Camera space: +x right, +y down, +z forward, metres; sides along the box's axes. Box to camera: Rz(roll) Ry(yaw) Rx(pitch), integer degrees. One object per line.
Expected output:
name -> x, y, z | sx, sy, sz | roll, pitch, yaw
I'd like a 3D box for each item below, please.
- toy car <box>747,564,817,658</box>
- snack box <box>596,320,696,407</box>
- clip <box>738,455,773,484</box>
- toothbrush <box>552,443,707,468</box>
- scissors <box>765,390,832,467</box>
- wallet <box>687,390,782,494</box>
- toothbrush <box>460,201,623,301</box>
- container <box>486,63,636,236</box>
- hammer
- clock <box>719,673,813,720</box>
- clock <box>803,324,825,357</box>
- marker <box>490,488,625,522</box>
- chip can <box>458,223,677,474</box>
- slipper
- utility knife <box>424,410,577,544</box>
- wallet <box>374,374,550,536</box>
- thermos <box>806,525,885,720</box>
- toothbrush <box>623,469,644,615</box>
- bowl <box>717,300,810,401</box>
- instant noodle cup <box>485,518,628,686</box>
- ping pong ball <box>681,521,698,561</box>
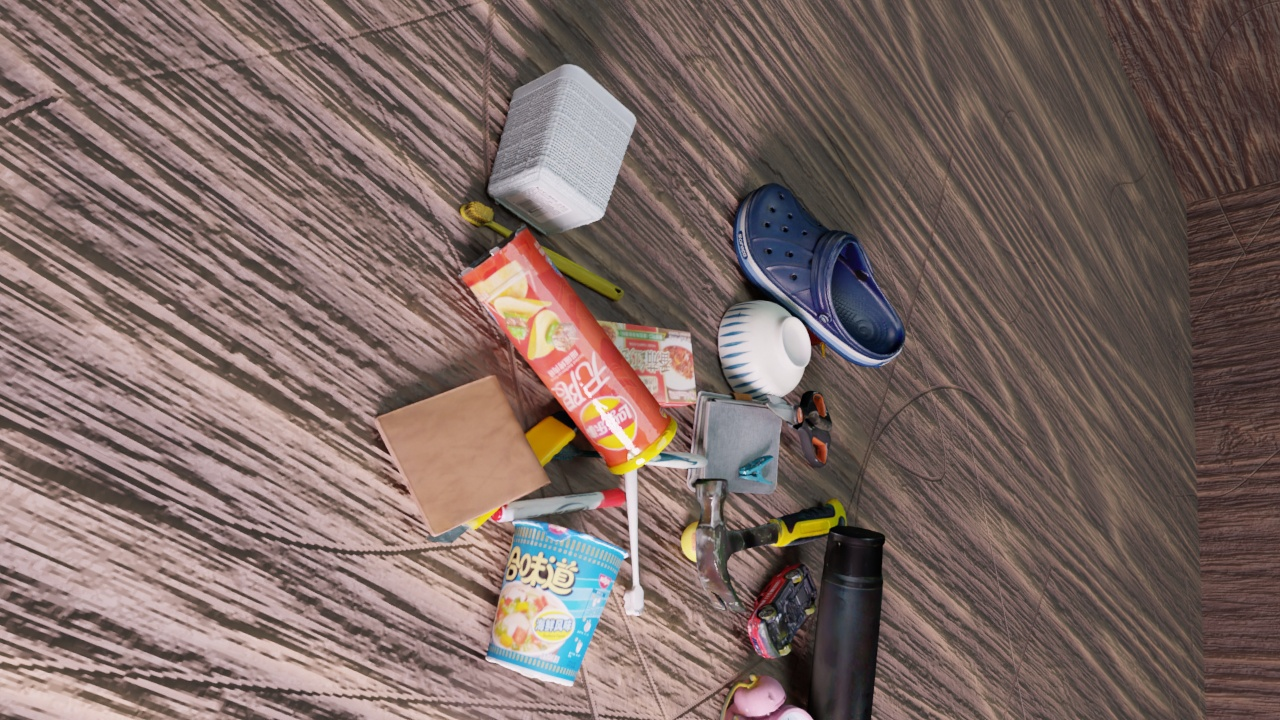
toy car -> 0.147, 0.264, 0.968 | 0.120, 0.045, 0.053 | -37, 107, -52
snack box -> -0.005, 0.005, 0.880 | 0.152, 0.026, 0.075 | 5, 76, -47
clip -> 0.120, 0.116, 0.955 | 0.055, 0.013, 0.034 | 4, 89, -49
toothbrush -> -0.007, 0.088, 0.847 | 0.191, 0.018, 0.016 | 9, 70, -38
scissors -> 0.179, 0.078, 1.020 | 0.234, 0.022, 0.139 | -21, 104, -64
wallet -> 0.099, 0.087, 0.968 | 0.129, 0.037, 0.106 | 10, 84, -46
toothbrush -> -0.082, -0.096, 0.827 | 0.190, 0.017, 0.015 | 27, 62, -41
container -> -0.071, -0.180, 0.807 | 0.090, 0.090, 0.111 | 33, 60, -38
hammer -> 0.145, 0.182, 0.960 | 0.322, 0.032, 0.126 | 8, 81, -57
clock -> 0.120, 0.380, 0.900 | 0.158, 0.060, 0.116 | 54, 46, -22
clock -> 0.231, -0.069, 1.136 | 0.082, 0.055, 0.121 | 43, 51, -31
marker -> -0.068, 0.124, 0.788 | 0.145, 0.017, 0.017 | 1, 79, -48
chip can -> -0.059, -0.007, 0.768 | 0.216, 0.073, 0.073 | 53, 46, -11
slipper -> 0.207, -0.097, 1.039 | 0.253, 0.095, 0.104 | 48, 60, 0
utility knife -> -0.109, 0.094, 0.746 | 0.176, 0.033, 0.015 | -43, 154, -41
wallet -> -0.135, 0.070, 0.705 | 0.115, 0.020, 0.101 | -20, 78, -43
thermos -> 0.218, 0.302, 0.988 | 0.068, 0.090, 0.242 | 5, 91, -9
toothbrush -> -0.010, 0.144, 0.851 | 0.016, 0.016, 0.180 | 12, 69, -45
bowl -> 0.146, -0.013, 1.020 | 0.116, 0.066, 0.116 | 15, 69, -45
instant noodle cup -> -0.072, 0.190, 0.718 | 0.099, 0.099, 0.109 | 32, 67, -38
ping pong ball -> 0.060, 0.177, 0.897 | 0.040, 0.040, 0.040 | 14, 70, -45
